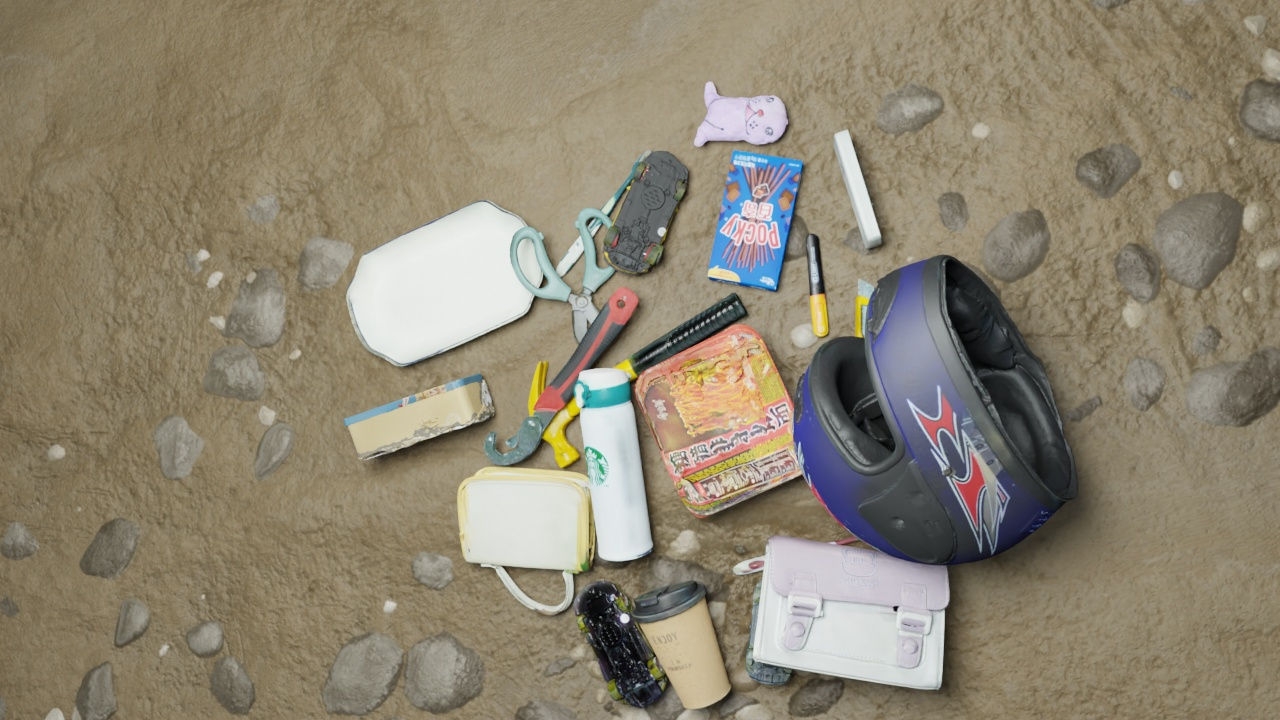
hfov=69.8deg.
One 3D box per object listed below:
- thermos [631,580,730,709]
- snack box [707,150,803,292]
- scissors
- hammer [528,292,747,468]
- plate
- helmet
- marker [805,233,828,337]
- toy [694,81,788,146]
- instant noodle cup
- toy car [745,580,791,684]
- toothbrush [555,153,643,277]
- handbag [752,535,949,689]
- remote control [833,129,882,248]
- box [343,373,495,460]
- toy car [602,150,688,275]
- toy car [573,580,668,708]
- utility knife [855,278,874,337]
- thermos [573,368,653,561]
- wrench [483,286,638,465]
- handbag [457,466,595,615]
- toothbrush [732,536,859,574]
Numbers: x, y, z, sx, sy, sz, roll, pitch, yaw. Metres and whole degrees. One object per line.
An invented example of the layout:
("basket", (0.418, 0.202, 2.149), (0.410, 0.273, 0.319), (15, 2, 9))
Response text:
("thermos", (0.051, 0.328, 1.074), (0.093, 0.093, 0.143), (-21, 91, 11))
("snack box", (0.137, -0.167, 1.097), (0.084, 0.026, 0.157), (12, 91, 12))
("scissors", (-0.097, -0.100, 1.129), (0.169, 0.019, 0.177), (1, 97, -10))
("hammer", (-0.007, 0.007, 1.121), (0.301, 0.033, 0.128), (-31, 84, 10))
("plate", (-0.248, -0.096, 1.175), (0.266, 0.034, 0.162), (-23, 84, 10))
("helmet", (0.273, 0.065, 0.935), (0.241, 0.246, 0.315), (-25, 116, 34))
("marker", (0.208, -0.089, 1.086), (0.018, 0.015, 0.124), (-5, 86, 7))
("toy", (0.123, -0.292, 1.098), (0.108, 0.039, 0.083), (6, 81, 13))
("instant noodle cup", (0.097, 0.069, 1.073), (0.165, 0.079, 0.188), (-25, 85, 10))
("toy car", (0.155, 0.317, 1.075), (0.054, 0.037, 0.120), (6, 80, 8))
("toothbrush", (-0.047, -0.180, 1.145), (0.016, 0.018, 0.192), (39, 99, 5))
("handbag", (0.231, 0.276, 1.015), (0.197, 0.098, 0.144), (7, 71, 6))
("remote control", (0.251, -0.196, 1.059), (0.019, 0.056, 0.135), (-17, 84, 10))
("box", (-0.281, 0.072, 1.150), (0.184, 0.089, 0.062), (-17, 91, 10))
("toy car", (0.008, -0.178, 1.114), (0.071, 0.041, 0.155), (23, 86, -3))
("toy car", (-0.024, 0.341, 1.109), (0.070, 0.042, 0.158), (-30, 76, 10))
("utility knife", (0.262, -0.010, 1.071), (0.033, 0.015, 0.173), (0, 88, 9))
("thermos", (-0.034, 0.119, 1.081), (0.073, 0.073, 0.224), (-6, 99, 12))
("wrench", (-0.094, 0.024, 1.114), (0.056, 0.016, 0.273), (41, 98, 9))
("handbag", (-0.137, 0.223, 1.133), (0.163, 0.063, 0.179), (1, 98, 12))
("toothbrush", (0.199, 0.225, 1.077), (0.188, 0.017, 0.016), (-17, 84, 11))
